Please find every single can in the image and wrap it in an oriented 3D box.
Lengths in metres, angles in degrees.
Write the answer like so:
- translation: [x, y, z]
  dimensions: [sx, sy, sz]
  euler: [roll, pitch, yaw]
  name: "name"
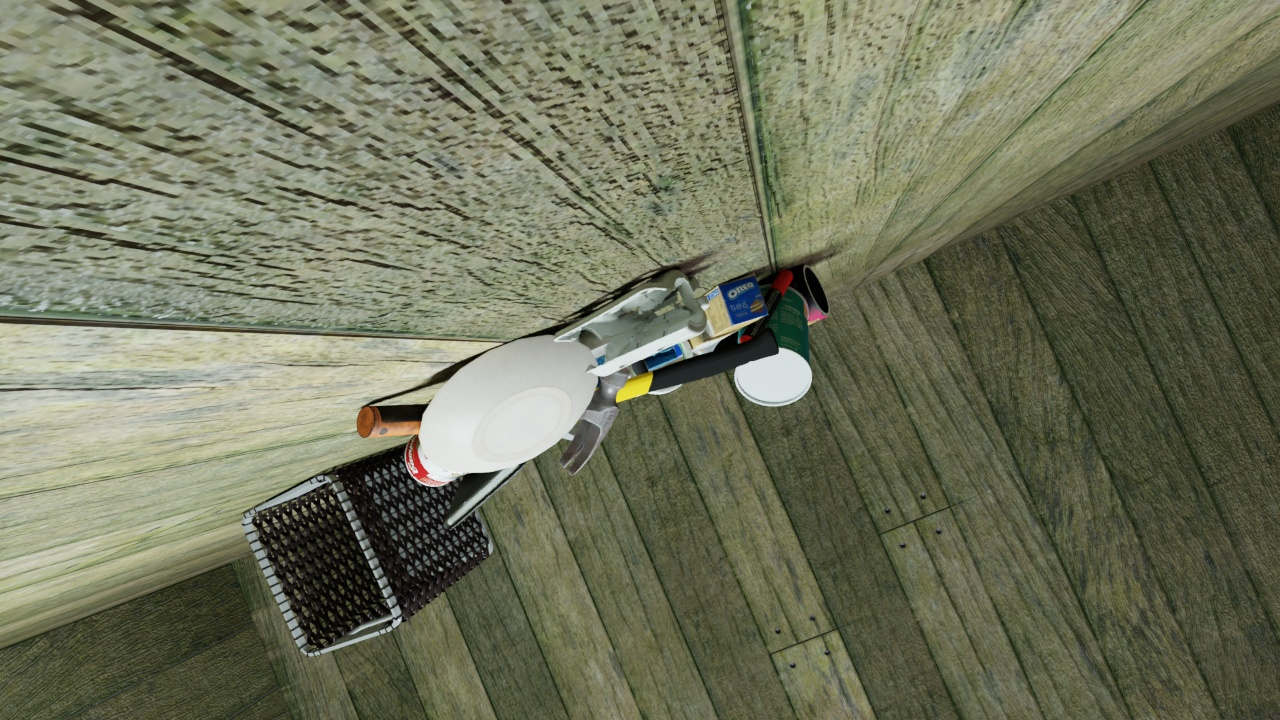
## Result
- translation: [0.180, -0.023, 1.248]
  dimensions: [0.099, 0.099, 0.143]
  euler: [-25, -148, 26]
  name: "can"
- translation: [-0.008, 0.007, 1.269]
  dimensions: [0.031, 0.080, 0.031]
  euler: [-23, 177, -1]
  name: "can"
- translation: [-0.270, 0.125, 1.286]
  dimensions: [0.086, 0.086, 0.117]
  euler: [-21, 176, -36]
  name: "can"

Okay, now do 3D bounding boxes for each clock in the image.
- translation: [0.119, -0.047, 1.357]
  dimensions: [0.104, 0.056, 0.148]
  euler: [-39, 156, -9]
  name: "clock"

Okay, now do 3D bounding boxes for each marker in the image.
- translation: [0.165, -0.067, 1.207]
  dimensions: [0.024, 0.021, 0.144]
  euler: [-36, -163, 52]
  name: "marker"

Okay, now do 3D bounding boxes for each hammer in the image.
- translation: [0.017, 0.026, 1.166]
  dimensions: [0.324, 0.127, 0.029]
  euler: [-17, -143, 10]
  name: "hammer"
- translation: [-0.148, 0.067, 0.951]
  dimensions: [0.313, 0.035, 0.138]
  euler: [0, 120, -46]
  name: "hammer"

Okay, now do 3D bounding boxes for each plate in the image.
- translation: [-0.057, -0.017, 1.015]
  dimensions: [0.104, 0.026, 0.104]
  euler: [-22, 177, -2]
  name: "plate"
- translation: [-0.120, 0.054, 0.891]
  dimensions: [0.188, 0.027, 0.189]
  euler: [-23, 145, -18]
  name: "plate"

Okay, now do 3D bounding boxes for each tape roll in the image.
- translation: [0.022, -0.002, 1.212]
  dimensions: [0.093, 0.094, 0.018]
  euler: [-22, 177, -15]
  name: "tape roll"

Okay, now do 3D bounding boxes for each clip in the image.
- translation: [0.011, -0.029, 0.858]
  dimensions: [0.127, 0.099, 0.152]
  euler: [-23, 168, 36]
  name: "clip"

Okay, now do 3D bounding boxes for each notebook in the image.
- translation: [-0.197, 0.127, 1.291]
  dimensions: [0.170, 0.029, 0.208]
  euler: [-42, -161, 21]
  name: "notebook"

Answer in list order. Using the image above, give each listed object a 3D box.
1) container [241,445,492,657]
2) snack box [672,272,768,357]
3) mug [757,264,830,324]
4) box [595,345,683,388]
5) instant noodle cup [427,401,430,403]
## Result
- translation: [-0.423, 0.283, 1.463]
  dimensions: [0.248, 0.245, 0.243]
  euler: [-25, 180, 33]
  name: "container"
- translation: [0.094, -0.056, 1.199]
  dimensions: [0.056, 0.057, 0.207]
  euler: [-18, 176, -19]
  name: "snack box"
- translation: [0.204, -0.088, 1.329]
  dimensions: [0.098, 0.081, 0.118]
  euler: [-25, 149, 26]
  name: "mug"
- translation: [-0.027, 0.008, 1.386]
  dimensions: [0.231, 0.054, 0.093]
  euler: [-22, 177, -29]
  name: "box"
- translation: [-0.180, 0.070, 1.044]
  dimensions: [0.112, 0.100, 0.101]
  euler: [-11, 171, -31]
  name: "instant noodle cup"
